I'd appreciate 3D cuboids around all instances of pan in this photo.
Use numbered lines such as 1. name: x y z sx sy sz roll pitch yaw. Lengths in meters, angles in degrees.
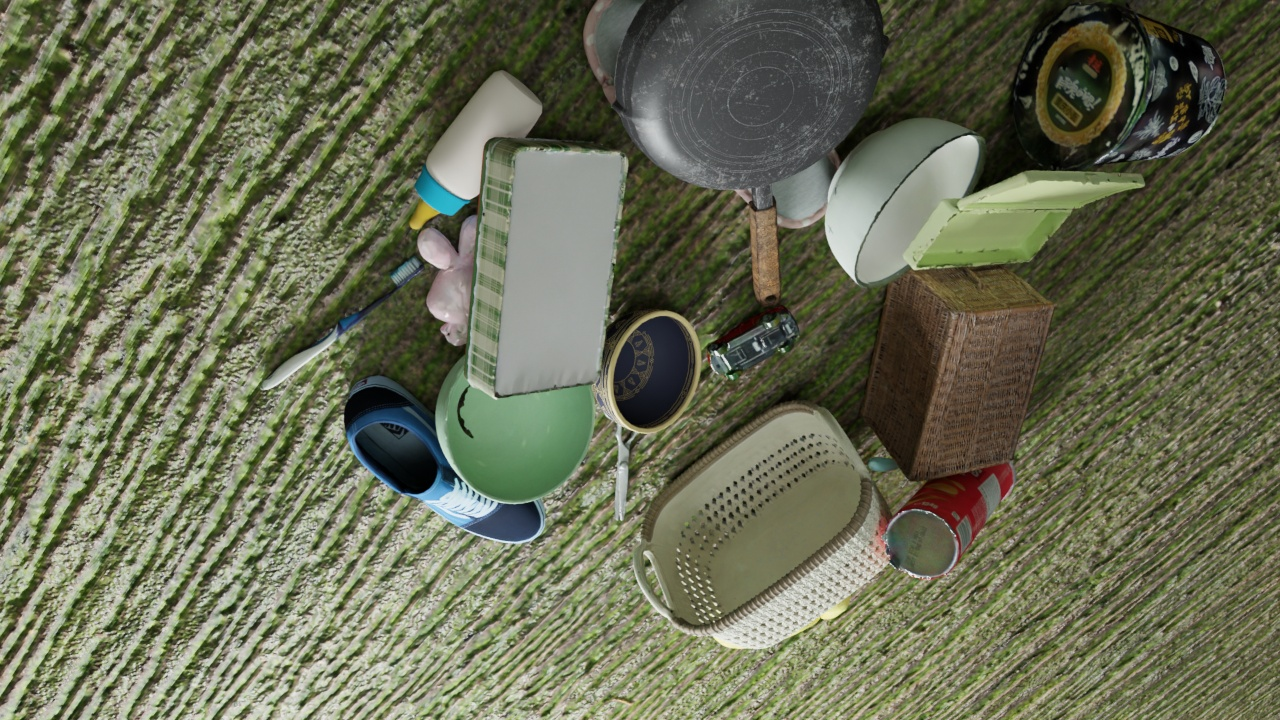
1. pan: 0.096 -0.155 0.729 0.208 0.040 0.357 -14 139 1

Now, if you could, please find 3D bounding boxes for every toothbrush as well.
1. toothbrush: 0.263 0.108 0.937 0.017 0.016 0.180 -41 155 21
2. toothbrush: -0.263 -0.031 0.801 0.189 0.016 0.017 -36 110 9

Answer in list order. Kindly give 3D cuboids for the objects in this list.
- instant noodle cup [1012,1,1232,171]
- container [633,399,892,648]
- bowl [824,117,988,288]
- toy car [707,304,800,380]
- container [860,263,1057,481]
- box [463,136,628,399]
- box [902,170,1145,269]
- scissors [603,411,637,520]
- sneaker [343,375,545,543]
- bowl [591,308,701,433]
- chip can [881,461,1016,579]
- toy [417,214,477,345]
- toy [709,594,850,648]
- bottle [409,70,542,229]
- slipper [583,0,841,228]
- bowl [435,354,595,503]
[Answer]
1. instant noodle cup: 0.404 -0.225 0.768 0.112 0.137 0.137 -3 121 -23
2. container: 0.129 0.170 0.911 0.246 0.184 0.143 -39 130 13
3. bowl: 0.214 -0.142 0.783 0.153 0.073 0.154 -33 151 -22
4. toy car: 0.106 -0.018 0.873 0.091 0.036 0.042 -32 121 7
5. container: 0.301 0.005 0.883 0.112 0.113 0.199 -5 122 -13
6. box: -0.077 -0.073 0.740 0.117 0.050 0.206 -10 117 -40
7. box: 0.329 -0.128 0.795 0.187 0.044 0.141 -8 161 -35
8. scissors: -0.025 0.092 0.923 0.094 0.014 0.171 18 111 -23
9. sneaker: -0.181 0.120 0.855 0.083 0.098 0.241 -39 120 12
10. bowl: -0.005 0.005 0.841 0.112 0.061 0.112 -14 111 -40
11. chip can: 0.309 0.144 0.907 0.232 0.073 0.073 -18 136 -55
12. toy: -0.153 -0.068 0.783 0.063 0.047 0.110 -10 120 -15
13. toy: 0.153 0.277 1.042 0.170 0.064 0.155 -22 134 9
14. bottle: -0.139 -0.160 0.730 0.051 0.051 0.146 35 108 -27
15. slipper: 0.069 -0.200 0.749 0.274 0.054 0.114 33 108 -28
16. bowl: -0.122 0.048 0.826 0.150 0.077 0.151 -4 96 -36
